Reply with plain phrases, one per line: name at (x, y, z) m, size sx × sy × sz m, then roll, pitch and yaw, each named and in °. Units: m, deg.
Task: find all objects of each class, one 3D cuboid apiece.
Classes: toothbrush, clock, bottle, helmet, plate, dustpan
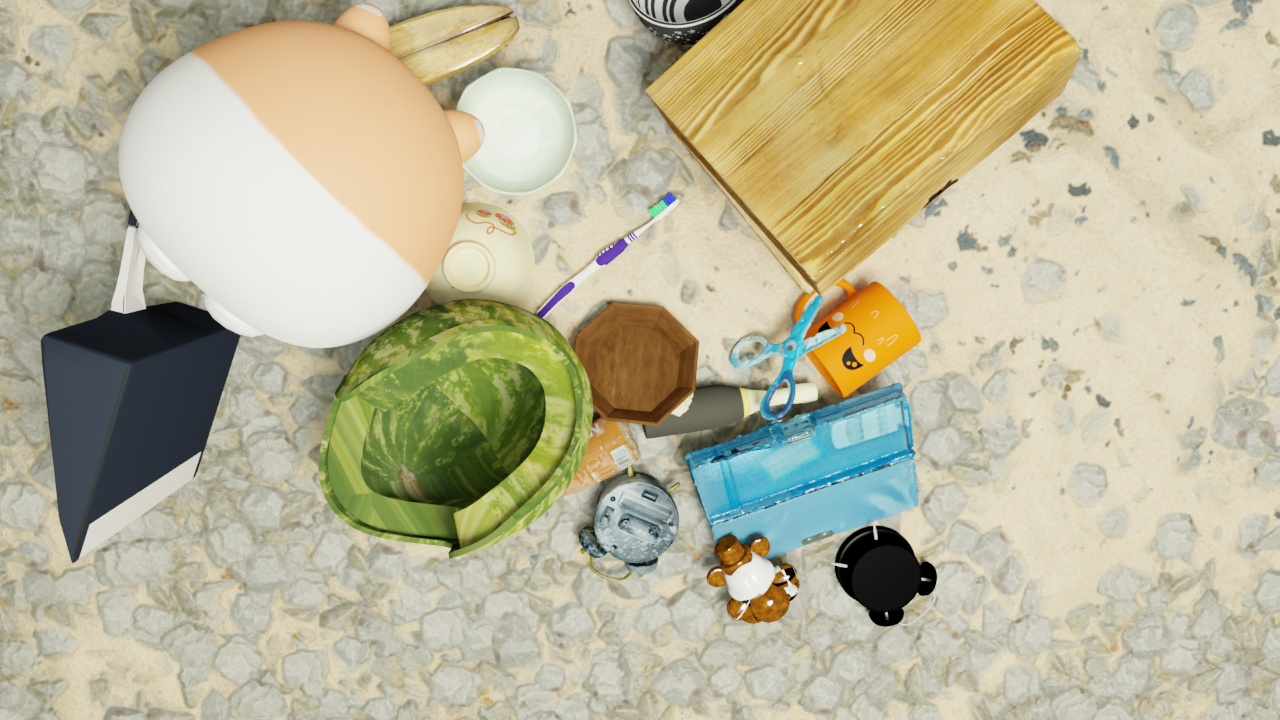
toothbrush at (-0.035, -0.105, 0.931) m, size 0.187 × 0.015 × 0.016 m, roll -39°, pitch 96°, yaw 4°
clock at (-0.011, 0.176, 0.966) m, size 0.090 × 0.052 × 0.129 m, roll 25°, pitch 97°, yaw -8°
clock at (0.271, 0.238, 1.003) m, size 0.091 × 0.042 × 0.120 m, roll -43°, pitch 100°, yaw 4°
bottle at (0.093, 0.046, 0.952) m, size 0.184 × 0.045 × 0.045 m, roll -8°, pitch 101°, yaw -3°
bottle at (-0.083, 0.113, 0.946) m, size 0.167 × 0.059 × 0.059 m, roll -29°, pitch 101°, yaw 2°
helmet at (-0.164, 0.057, 0.838) m, size 0.242 × 0.248 × 0.213 m, roll -40°, pitch 100°, yaw -34°
plate at (-0.005, 0.005, 0.925) m, size 0.131 × 0.025 × 0.131 m, roll 0°, pitch 74°, yaw 0°
dustpan at (-0.441, 0.001, 0.809) m, size 0.080 × 0.236 × 0.273 m, roll 20°, pitch 98°, yaw -7°

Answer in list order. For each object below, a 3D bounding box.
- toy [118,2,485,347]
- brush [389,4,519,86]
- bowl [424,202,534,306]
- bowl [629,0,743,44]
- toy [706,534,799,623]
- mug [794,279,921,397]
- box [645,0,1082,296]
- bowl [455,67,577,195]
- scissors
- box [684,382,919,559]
toy at (-0.278, -0.154, 0.777) m, size 0.280 × 0.266 × 0.263 m, roll -46°, pitch 112°, yaw -8°
brush at (-0.208, -0.290, 0.869) m, size 0.195 × 0.043 × 0.059 m, roll -19°, pitch 102°, yaw 1°
bowl at (-0.163, -0.093, 0.893) m, size 0.118 × 0.074 × 0.118 m, roll -1°, pitch 101°, yaw -4°
bowl at (0.052, -0.345, 0.860) m, size 0.120 × 0.066 × 0.120 m, roll -5°, pitch 73°, yaw 16°
toy at (0.119, 0.232, 0.974) m, size 0.087 × 0.067 × 0.112 m, roll -36°, pitch 106°, yaw 3°
mug at (0.212, -0.035, 0.939) m, size 0.096 × 0.077 × 0.112 m, roll -37°, pitch 70°, yaw 3°
box at (0.188, -0.240, 0.852) m, size 0.279 × 0.220 × 0.258 m, roll -41°, pitch 78°, yaw 10°
bowl at (-0.119, -0.217, 0.880) m, size 0.117 × 0.061 × 0.117 m, roll -1°, pitch 101°, yaw -3°
scissors at (0.148, 0.001, 0.911) m, size 0.138 × 0.127 × 0.012 m, roll -23°, pitch 148°, yaw 33°
box at (0.176, 0.130, 0.963) m, size 0.231 × 0.033 × 0.175 m, roll -18°, pitch 124°, yaw 0°
